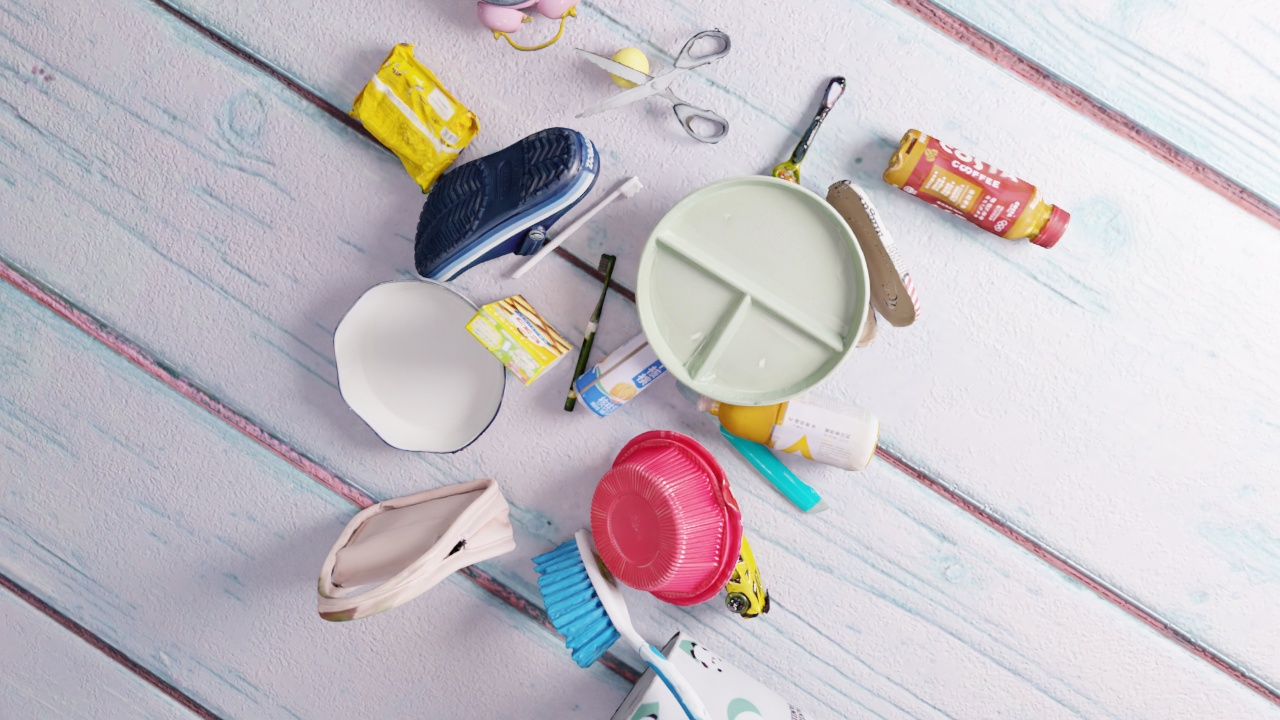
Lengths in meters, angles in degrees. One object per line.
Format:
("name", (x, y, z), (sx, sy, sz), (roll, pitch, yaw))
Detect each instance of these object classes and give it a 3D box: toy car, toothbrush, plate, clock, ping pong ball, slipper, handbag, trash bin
("toy car", (0.098, 0.212, 1.010), (0.041, 0.071, 0.156), (-25, 96, 16))
("toothbrush", (-0.071, -0.140, 0.995), (0.180, 0.016, 0.016), (-35, 99, 15))
("toothbrush", (-0.059, -0.029, 1.019), (0.017, 0.012, 0.186), (20, 105, 12))
("plate", (0.109, -0.067, 0.911), (0.230, 0.027, 0.230), (3, 103, 11))
("clock", (-0.122, -0.395, 0.927), (0.117, 0.059, 0.158), (-13, 98, 12))
("ping pong ball", (-0.012, -0.298, 0.935), (0.040, 0.040, 0.040), (2, 102, 10))
("plate", (-0.245, 0.005, 1.041), (0.205, 0.045, 0.205), (3, 107, 11))
("slipper", (-0.136, -0.161, 0.966), (0.253, 0.095, 0.105), (-24, 58, 32))
("handbag", (-0.257, 0.216, 0.995), (0.193, 0.233, 0.093), (-16, 97, 14))
("trash bin", (0.089, 0.446, 0.995), (0.252, 0.229, 0.230), (36, 106, 8))

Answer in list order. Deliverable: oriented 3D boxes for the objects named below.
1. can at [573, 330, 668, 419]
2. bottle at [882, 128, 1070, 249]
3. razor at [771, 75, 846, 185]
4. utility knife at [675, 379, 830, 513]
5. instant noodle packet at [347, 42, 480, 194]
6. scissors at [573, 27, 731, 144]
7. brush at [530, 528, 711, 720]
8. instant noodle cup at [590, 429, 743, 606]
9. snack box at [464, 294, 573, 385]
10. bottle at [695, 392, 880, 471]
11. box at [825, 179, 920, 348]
("can", (-0.006, 0.006, 0.994), (0.135, 0.053, 0.053), (-36, 93, 16))
("bottle", (0.326, -0.163, 0.890), (0.175, 0.057, 0.057), (27, 106, 4))
("razor", (0.168, -0.221, 0.927), (0.042, 0.022, 0.143), (29, 106, 1))
("utility knife", (0.121, 0.094, 1.010), (0.222, 0.013, 0.029), (43, 108, -3))
("instant noodle packet", (-0.239, -0.260, 0.986), (0.128, 0.044, 0.111), (47, 113, 2))
("scissors", (0.020, -0.278, 0.919), (0.181, 0.014, 0.159), (36, 92, -18))
("brush", (-0.025, 0.291, 0.961), (0.109, 0.314, 0.060), (-38, 131, 6))
("instant noodle cup", (0.013, 0.171, 0.976), (0.194, 0.065, 0.194), (4, 95, 42))
("snack box", (-0.124, -0.024, 0.966), (0.087, 0.140, 0.034), (44, 104, 0))
("bottle", (0.153, 0.062, 0.968), (0.189, 0.068, 0.068), (16, 105, 7))
("box", (0.218, -0.099, 0.916), (0.088, 0.076, 0.162), (-26, 93, 43))
